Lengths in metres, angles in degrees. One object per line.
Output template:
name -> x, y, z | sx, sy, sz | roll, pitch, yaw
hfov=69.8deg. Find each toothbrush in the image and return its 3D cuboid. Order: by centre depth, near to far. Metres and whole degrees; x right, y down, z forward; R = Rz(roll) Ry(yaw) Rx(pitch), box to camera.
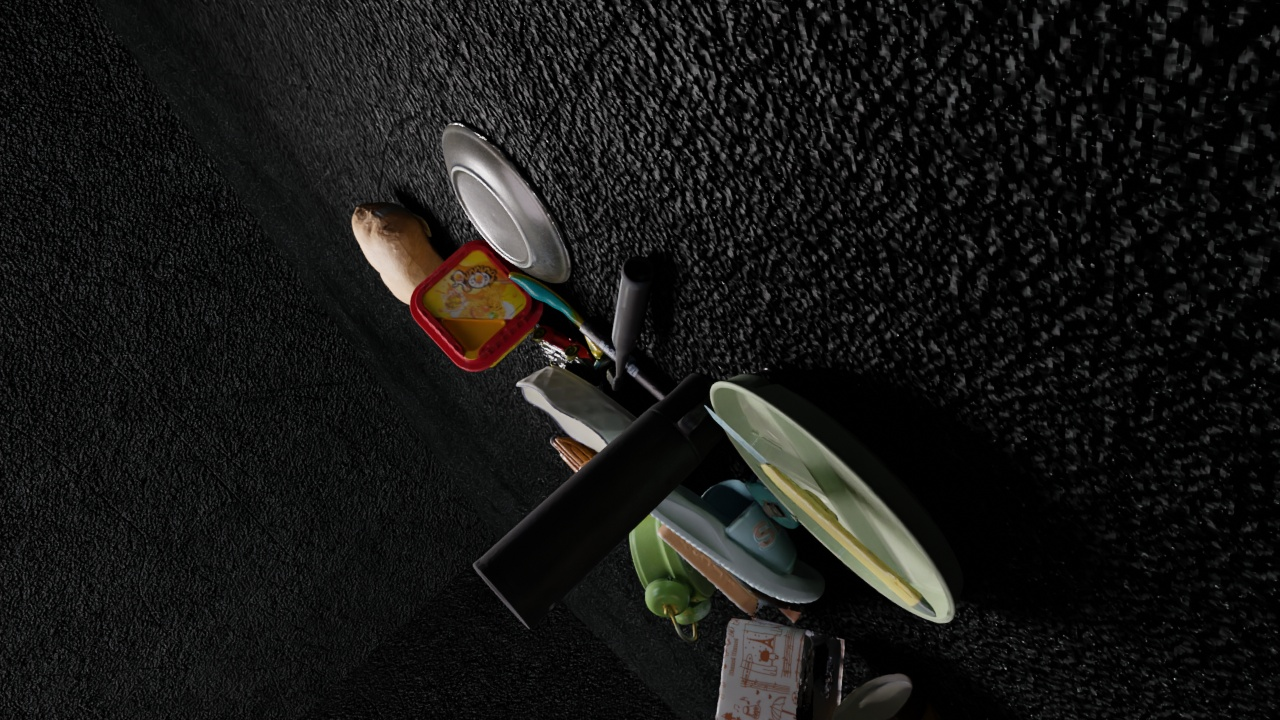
toothbrush -> -0.013, -0.023, 0.783 | 0.027, 0.026, 0.213 | 50, 159, 16

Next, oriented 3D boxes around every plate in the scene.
plate -> 0.138, 0.094, 0.658 | 0.230, 0.027, 0.230 | 45, 169, 10
plate -> -0.132, -0.138, 0.855 | 0.179, 0.024, 0.180 | 43, 162, 17
plate -> -0.039, 0.075, 0.979 | 0.205, 0.045, 0.205 | 36, 170, 7

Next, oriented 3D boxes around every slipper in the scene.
slipper -> 0.073, 0.141, 0.859 | 0.245, 0.074, 0.104 | 35, 179, -11

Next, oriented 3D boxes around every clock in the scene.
clock -> 0.038, 0.232, 1.021 | 0.116, 0.056, 0.161 | 41, -149, -55

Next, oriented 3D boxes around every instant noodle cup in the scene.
instant noodle cup -> 0.251, 0.377, 0.881 | 0.114, 0.118, 0.119 | 56, 162, -1
instant noodle cup -> -0.171, -0.051, 0.999 | 0.116, 0.116, 0.124 | 46, 174, 7

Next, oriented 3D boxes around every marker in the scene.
marker -> 0.131, 0.046, 0.635 | 0.124, 0.015, 0.018 | 46, 168, 11
marker -> -0.005, 0.005, 0.862 | 0.132, 0.020, 0.022 | 41, -170, 19

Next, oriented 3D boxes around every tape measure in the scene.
tape measure -> 0.120, 0.122, 0.798 | 0.058, 0.025, 0.055 | 48, 163, -1

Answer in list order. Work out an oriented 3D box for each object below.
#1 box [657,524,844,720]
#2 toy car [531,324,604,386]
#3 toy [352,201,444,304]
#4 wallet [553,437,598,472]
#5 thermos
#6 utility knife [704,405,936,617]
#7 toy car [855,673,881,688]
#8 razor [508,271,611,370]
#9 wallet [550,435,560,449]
box -> 0.122, 0.279, 0.928 | 0.179, 0.133, 0.271 | 36, -150, -60
toy car -> -0.074, -0.006, 0.975 | 0.106, 0.031, 0.049 | 28, 157, 48
toy -> -0.294, -0.114, 1.204 | 0.143, 0.082, 0.226 | 44, 165, 31
wallet -> -0.037, 0.137, 1.098 | 0.131, 0.035, 0.119 | 39, -166, 29
thermos -> -0.022, 0.104, 0.739 | 0.068, 0.242, 0.090 | 45, 163, 9
utility knife -> 0.119, 0.104, 0.637 | 0.208, 0.021, 0.031 | 38, 166, 13
toy car -> 0.256, 0.382, 0.967 | 0.037, 0.054, 0.121 | 25, 150, 57
razor -> -0.078, -0.044, 0.910 | 0.132, 0.028, 0.043 | 44, 169, 1
wallet -> -0.057, 0.140, 1.183 | 0.096, 0.020, 0.122 | 37, -179, 27
